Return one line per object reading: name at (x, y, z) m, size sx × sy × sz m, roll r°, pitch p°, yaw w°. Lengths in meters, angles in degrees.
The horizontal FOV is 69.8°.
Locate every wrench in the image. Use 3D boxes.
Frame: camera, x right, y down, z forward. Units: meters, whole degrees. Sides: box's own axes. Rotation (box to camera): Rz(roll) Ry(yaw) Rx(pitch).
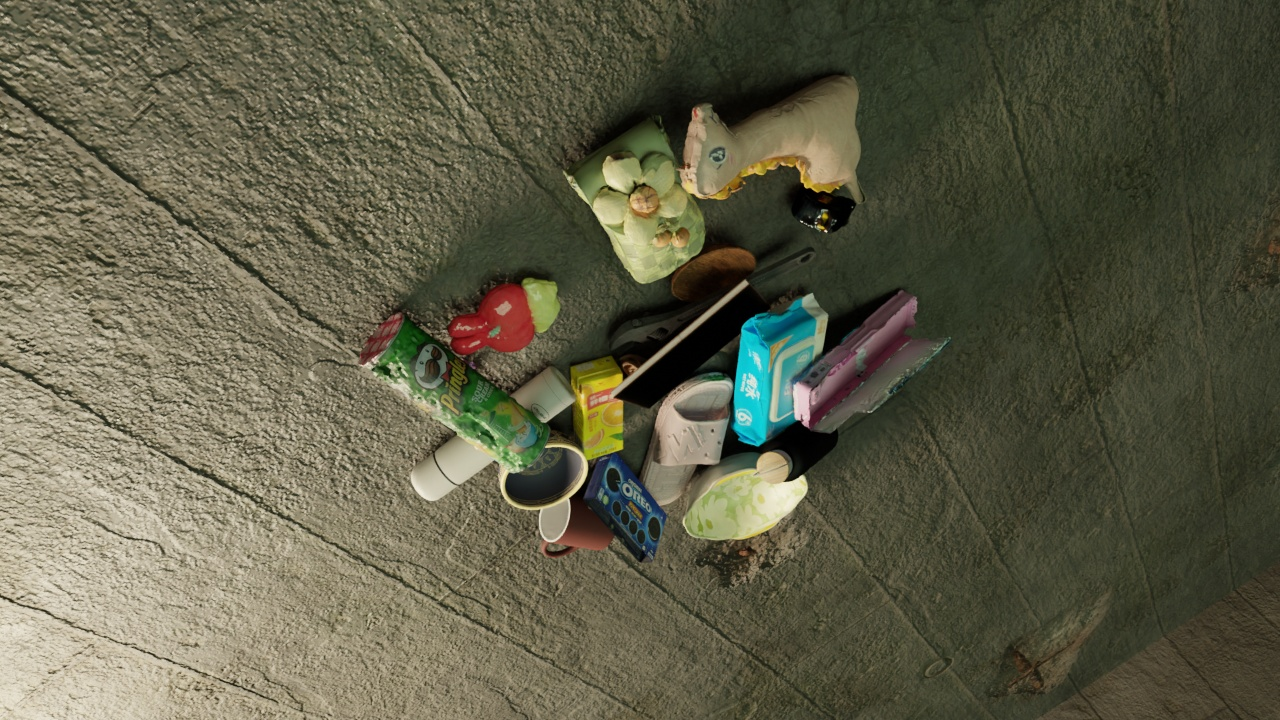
wrench at (0.087, -0.073, 1.110) m, size 0.273 × 0.018 × 0.073 m, roll -26°, pitch 154°, yaw 3°

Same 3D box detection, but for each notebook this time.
notebook at (0.066, -0.015, 1.136) m, size 0.209 × 0.008 × 0.141 m, roll -40°, pitch 162°, yaw 9°

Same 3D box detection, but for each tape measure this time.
tape measure at (0.209, -0.175, 1.076) m, size 0.067 × 0.062 × 0.038 m, roll -37°, pitch 153°, yaw -50°

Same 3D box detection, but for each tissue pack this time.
tissue pack at (0.181, 0.010, 1.207) m, size 0.116 × 0.066 × 0.210 m, roll -26°, pitch 135°, yaw -29°

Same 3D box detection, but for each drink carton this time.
drink carton at (-0.054, 0.060, 1.162) m, size 0.058 × 0.043 × 0.135 m, roll -16°, pitch 133°, yaw -18°

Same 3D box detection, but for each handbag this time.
handbag at (0.011, -0.156, 0.959) m, size 0.113 × 0.117 × 0.186 m, roll -32°, pitch 133°, yaw 2°

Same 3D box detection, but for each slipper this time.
slipper at (0.062, 0.122, 1.256) m, size 0.094 × 0.064 × 0.240 m, roll 2°, pitch 128°, yaw -28°

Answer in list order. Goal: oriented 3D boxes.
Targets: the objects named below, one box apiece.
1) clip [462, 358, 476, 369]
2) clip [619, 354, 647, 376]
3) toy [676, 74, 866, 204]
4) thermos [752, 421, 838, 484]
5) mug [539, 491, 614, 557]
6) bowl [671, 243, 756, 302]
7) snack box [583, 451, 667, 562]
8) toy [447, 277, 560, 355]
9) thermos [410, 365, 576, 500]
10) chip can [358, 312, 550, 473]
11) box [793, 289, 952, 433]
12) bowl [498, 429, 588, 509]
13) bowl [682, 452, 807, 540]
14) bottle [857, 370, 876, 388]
clip at (-0.209, 0.021, 1.074) m, size 0.036 × 0.013 × 0.053 m, roll 5°, pitch 122°, yaw -31°
clip at (-0.008, 0.002, 1.144) m, size 0.025 × 0.043 × 0.061 m, roll -26°, pitch 145°, yaw 15°
toy at (0.150, -0.209, 0.968) m, size 0.263 × 0.065 × 0.196 m, roll -35°, pitch 122°, yaw -30°
thermos at (0.210, 0.124, 1.251) m, size 0.061 × 0.061 × 0.230 m, roll -56°, pitch 163°, yaw 23°
mug at (-0.093, 0.231, 1.263) m, size 0.082 × 0.073 × 0.106 m, roll 18°, pitch 112°, yaw -36°
bowl at (0.083, -0.110, 1.086) m, size 0.102 × 0.026 × 0.114 m, roll -35°, pitch 152°, yaw 24°
snack box at (-0.018, 0.200, 1.252) m, size 0.027 × 0.082 × 0.150 m, roll -11°, pitch 131°, yaw 33°
toy at (-0.150, -0.046, 1.022) m, size 0.135 × 0.045 × 0.092 m, roll -26°, pitch 137°, yaw -11°
thermos at (-0.182, 0.092, 1.118) m, size 0.224 × 0.052 × 0.052 m, roll -36°, pitch 134°, yaw 6°
chip can at (-0.200, 0.041, 1.016) m, size 0.075 × 0.075 × 0.223 m, roll -43°, pitch 118°, yaw 12°
box at (0.312, 0.012, 1.214) m, size 0.229 × 0.097 × 0.085 m, roll -38°, pitch 139°, yaw -23°
bowl at (-0.130, 0.129, 1.168) m, size 0.112 × 0.061 × 0.113 m, roll -14°, pitch 132°, yaw -16°
bowl at (0.145, 0.189, 1.341) m, size 0.188 × 0.060 × 0.219 m, roll -22°, pitch 145°, yaw 3°
bottle at (0.288, 0.032, 1.306) m, size 0.130 × 0.040 × 0.040 m, roll -14°, pitch 132°, yaw -15°
